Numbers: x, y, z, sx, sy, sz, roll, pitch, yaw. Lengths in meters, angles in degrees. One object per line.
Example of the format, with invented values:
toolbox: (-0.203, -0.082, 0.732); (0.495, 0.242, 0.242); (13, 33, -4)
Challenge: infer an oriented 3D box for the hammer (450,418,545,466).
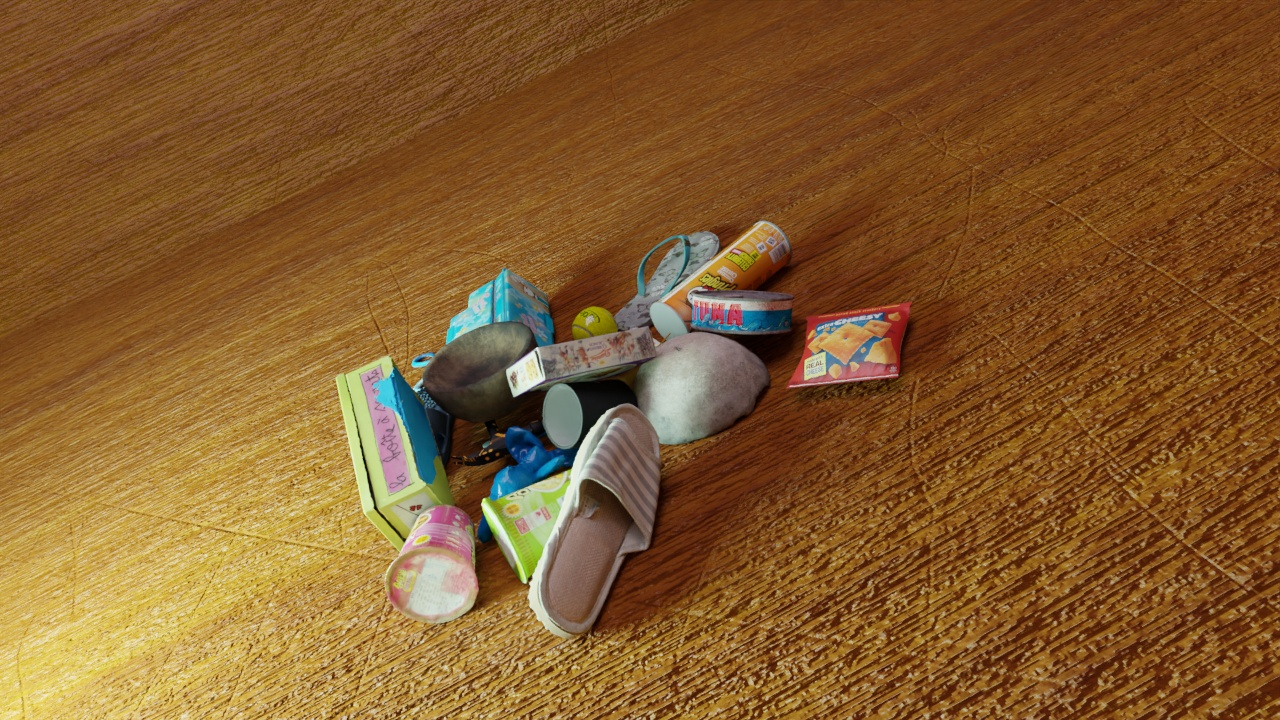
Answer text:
hammer: (-0.228, 0.061, 1.298); (0.123, 0.036, 0.320); (-27, 27, -9)

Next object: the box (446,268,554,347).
box: (-0.216, -0.065, 1.416); (0.169, 0.086, 0.227); (0, 29, -9)

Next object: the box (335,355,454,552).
box: (-0.300, 0.113, 1.131); (0.083, 0.124, 0.220); (-26, 53, -5)

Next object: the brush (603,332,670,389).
brush: (-0.007, 0.007, 1.228); (0.126, 0.017, 0.048); (-47, 35, -14)

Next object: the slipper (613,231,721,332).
slipper: (0.043, -0.136, 1.409); (0.098, 0.055, 0.267); (4, 42, 37)

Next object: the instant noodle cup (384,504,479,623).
instant noodle cup: (-0.223, 0.216, 1.012); (0.098, 0.098, 0.108); (-22, 23, 5)

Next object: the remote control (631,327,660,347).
remote control: (0.007, -0.016, 1.278); (0.038, 0.018, 0.125); (-33, 32, -13)

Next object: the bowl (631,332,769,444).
bowl: (0.060, 0.016, 1.129); (0.178, 0.081, 0.178); (-19, 28, 11)

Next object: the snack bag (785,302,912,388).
snack bag: (0.247, -0.016, 1.080); (0.131, 0.039, 0.143); (-7, 34, 28)

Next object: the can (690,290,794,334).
can: (0.130, -0.063, 1.173); (0.130, 0.044, 0.130); (1, 9, 0)

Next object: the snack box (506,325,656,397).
snack box: (-0.075, 0.003, 1.125); (0.147, 0.040, 0.144); (-12, -6, -24)

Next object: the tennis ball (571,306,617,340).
tennis ball: (-0.066, -0.045, 1.330); (0.065, 0.065, 0.065); (-18, 30, 11)

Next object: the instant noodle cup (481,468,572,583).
instant noodle cup: (-0.101, 0.172, 0.993); (0.107, 0.099, 0.099); (-26, 29, -19)

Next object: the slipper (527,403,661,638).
slipper: (-0.035, 0.157, 0.945); (0.054, 0.114, 0.271); (-16, 37, 38)

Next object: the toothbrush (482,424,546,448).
toothbrush: (-0.145, 0.097, 1.217); (0.135, 0.017, 0.022); (-19, 30, 6)

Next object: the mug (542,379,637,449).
mug: (-0.071, 0.068, 1.119); (0.087, 0.078, 0.114); (-3, -11, -42)

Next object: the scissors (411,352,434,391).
scissors: (-0.336, 0.008, 1.501); (0.140, 0.011, 0.133); (5, 43, 43)

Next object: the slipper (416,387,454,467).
slipper: (-0.319, 0.092, 1.285); (0.101, 0.082, 0.263); (-16, 30, 11)

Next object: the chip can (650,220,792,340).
chip can: (0.115, -0.108, 1.287); (0.214, 0.075, 0.075); (-39, 33, -23)

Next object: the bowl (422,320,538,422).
bowl: (-0.207, 0.020, 1.244); (0.162, 0.070, 0.162); (-16, 31, 10)

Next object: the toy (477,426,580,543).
toy: (-0.141, 0.140, 1.095); (0.113, 0.071, 0.175); (10, 43, 29)
